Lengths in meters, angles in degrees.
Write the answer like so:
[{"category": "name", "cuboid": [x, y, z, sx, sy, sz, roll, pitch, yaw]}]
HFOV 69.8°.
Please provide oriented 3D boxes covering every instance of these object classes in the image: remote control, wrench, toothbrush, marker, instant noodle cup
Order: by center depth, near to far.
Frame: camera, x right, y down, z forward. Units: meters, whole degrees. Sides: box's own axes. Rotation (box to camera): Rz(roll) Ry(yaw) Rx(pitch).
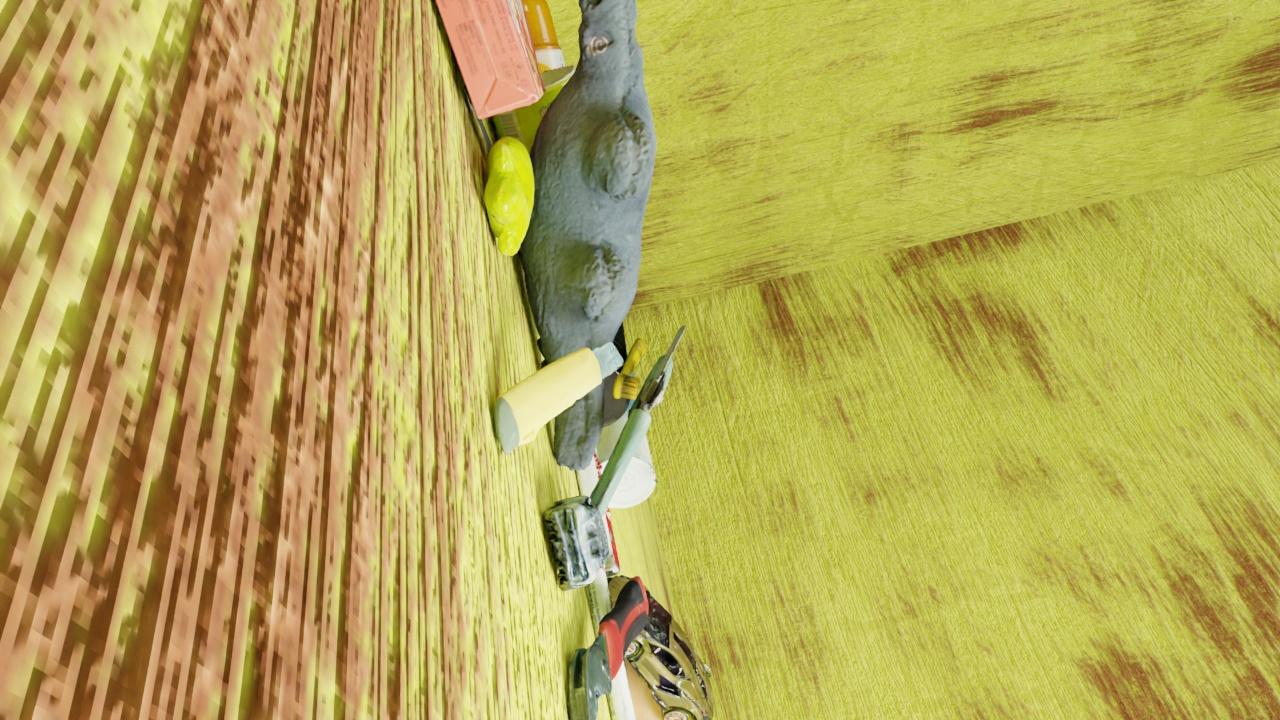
[{"category": "wrench", "cuboid": [-0.014, 0.181, 0.586, 0.273, 0.016, 0.056, -17, 92, -84]}, {"category": "marker", "cuboid": [-0.024, 0.189, 0.645, 0.017, 0.017, 0.145, 76, 1, -72]}, {"category": "toothbrush", "cuboid": [-0.004, 0.004, 0.715, 0.190, 0.016, 0.016, -69, 170, -79]}, {"category": "instant noodle cup", "cuboid": [-0.067, -0.173, 0.764, 0.111, 0.112, 0.123, -102, 172, -63]}, {"category": "remote control", "cuboid": [-0.039, 0.114, 0.782, 0.056, 0.020, 0.135, 74, 3, -66]}]

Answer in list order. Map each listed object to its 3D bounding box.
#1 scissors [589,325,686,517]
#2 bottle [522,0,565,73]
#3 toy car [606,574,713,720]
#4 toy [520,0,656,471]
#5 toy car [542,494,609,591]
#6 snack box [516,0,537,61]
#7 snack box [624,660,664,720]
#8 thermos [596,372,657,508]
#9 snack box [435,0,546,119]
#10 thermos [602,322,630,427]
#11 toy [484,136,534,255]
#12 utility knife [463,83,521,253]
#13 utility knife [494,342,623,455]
[{"category": "scissors", "cuboid": [-0.006, 0.053, 0.680, 0.170, 0.019, 0.171, 99, 16, -87]}, {"category": "bottle", "cuboid": [-0.103, -0.269, 0.838, 0.068, 0.068, 0.189, -100, 177, -82]}, {"category": "toy car", "cuboid": [0.016, 0.241, 0.760, 0.158, 0.042, 0.070, 56, 17, -23]}, {"category": "toy", "cuboid": [-0.038, -0.107, 0.660, 0.138, 0.091, 0.356, -132, -134, -73]}, {"category": "toy car", "cuboid": [-0.036, 0.107, 0.557, 0.105, 0.031, 0.049, 88, -10, -86]}, {"category": "snack box", "cuboid": [-0.124, -0.301, 0.735, 0.127, 0.044, 0.113, -93, 169, -82]}, {"category": "snack box", "cuboid": [0.010, 0.309, 0.806, 0.084, 0.026, 0.157, 77, 1, -51]}, {"category": "thermos", "cuboid": [-0.030, 0.055, 0.932, 0.220, 0.070, 0.070, -103, 180, -57]}, {"category": "snack box", "cuboid": [-0.103, -0.228, 0.616, 0.127, 0.044, 0.113, -101, 173, -70]}, {"category": "thermos", "cuboid": [-0.045, -0.034, 0.830, 0.242, 0.068, 0.090, -103, -162, -64]}, {"category": "toy", "cuboid": [-0.086, -0.112, 0.606, 0.097, 0.031, 0.100, 92, -6, -51]}, {"category": "utility knife", "cuboid": [-0.097, -0.124, 0.686, 0.216, 0.015, 0.033, 75, 0, -56]}, {"category": "utility knife", "cuboid": [-0.039, 0.013, 0.526, 0.204, 0.021, 0.031, -32, 107, -66]}]
